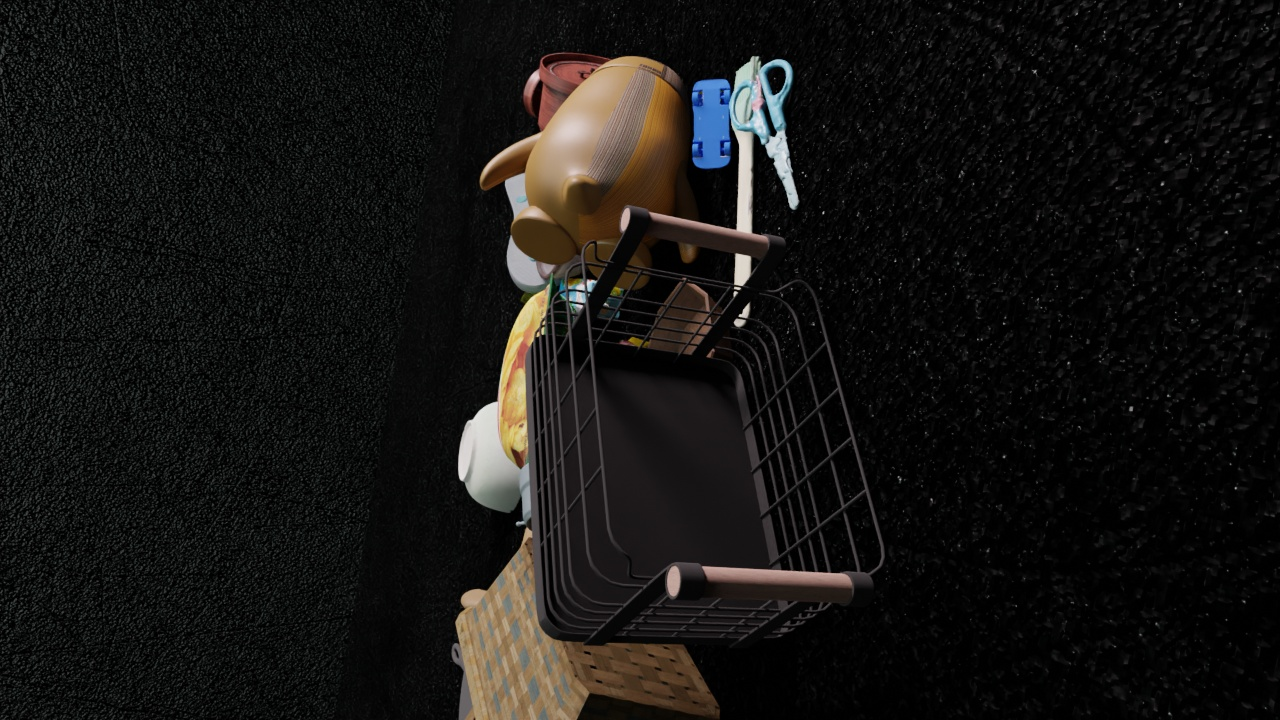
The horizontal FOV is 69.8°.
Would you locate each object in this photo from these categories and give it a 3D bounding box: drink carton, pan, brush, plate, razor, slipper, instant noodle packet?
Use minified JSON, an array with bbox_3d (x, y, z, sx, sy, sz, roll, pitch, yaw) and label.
[{"bbox_3d":[-0.056,-0.067,0.985,0.129,0.044,0.038,-162,82,-70],"label":"drink carton"},{"bbox_3d":[-0.229,0.439,1.242,0.355,0.024,0.216,178,101,-69],"label":"pan"},{"bbox_3d":[0.081,-0.131,0.710,0.033,0.012,0.217,156,119,-64],"label":"brush"},{"bbox_3d":[0.039,0.002,0.740,0.131,0.025,0.131,-171,90,-69],"label":"plate"},{"bbox_3d":[-0.115,-0.086,1.139,0.026,0.042,0.105,-59,5,21],"label":"razor"},{"bbox_3d":[-0.115,-0.161,1.142,0.268,0.098,0.055,-102,-4,-47],"label":"slipper"},{"bbox_3d":[-0.107,0.030,0.995,0.253,0.090,0.195,119,158,-80],"label":"instant noodle packet"}]

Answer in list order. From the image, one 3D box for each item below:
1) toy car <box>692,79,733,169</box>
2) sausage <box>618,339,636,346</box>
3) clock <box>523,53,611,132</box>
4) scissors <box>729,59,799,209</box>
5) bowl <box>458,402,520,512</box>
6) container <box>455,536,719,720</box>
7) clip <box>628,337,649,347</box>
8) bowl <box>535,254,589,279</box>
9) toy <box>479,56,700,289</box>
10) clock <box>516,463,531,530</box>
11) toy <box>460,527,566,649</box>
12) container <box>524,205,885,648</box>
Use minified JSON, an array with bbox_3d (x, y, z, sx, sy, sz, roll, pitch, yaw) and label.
[{"bbox_3d":[0.063,-0.201,0.772,0.062,0.033,0.092,10,-100,-79],"label":"toy car"},{"bbox_3d":[0.006,0.004,0.756,0.155,0.020,0.020,-149,70,-67],"label":"sausage"},{"bbox_3d":[-0.057,-0.278,0.980,0.157,0.120,0.072,-122,37,-48],"label":"clock"},{"bbox_3d":[0.101,-0.164,0.669,0.063,0.015,0.138,-35,56,32],"label":"scissors"},{"bbox_3d":[-0.201,0.126,1.236,0.153,0.072,0.153,-172,91,-70],"label":"bowl"},{"bbox_3d":[-0.058,0.277,0.705,0.186,0.157,0.250,-65,24,10],"label":"container"},{"bbox_3d":[-0.008,0.002,0.848,0.053,0.039,0.047,21,93,67],"label":"clip"},{"bbox_3d":[-0.062,-0.154,1.006,0.145,0.067,0.145,-171,90,-69],"label":"bowl"},{"bbox_3d":[-0.022,-0.180,0.826,0.163,0.198,0.202,103,-174,-62],"label":"toy"},{"bbox_3d":[-0.030,0.106,0.747,0.160,0.122,0.045,-32,54,46],"label":"clock"},{"bbox_3d":[-0.108,0.223,0.938,0.105,0.134,0.108,-23,-48,-63],"label":"toy"},{"bbox_3d":[0.030,0.047,0.546,0.131,0.162,0.240,125,146,-48],"label":"container"}]
